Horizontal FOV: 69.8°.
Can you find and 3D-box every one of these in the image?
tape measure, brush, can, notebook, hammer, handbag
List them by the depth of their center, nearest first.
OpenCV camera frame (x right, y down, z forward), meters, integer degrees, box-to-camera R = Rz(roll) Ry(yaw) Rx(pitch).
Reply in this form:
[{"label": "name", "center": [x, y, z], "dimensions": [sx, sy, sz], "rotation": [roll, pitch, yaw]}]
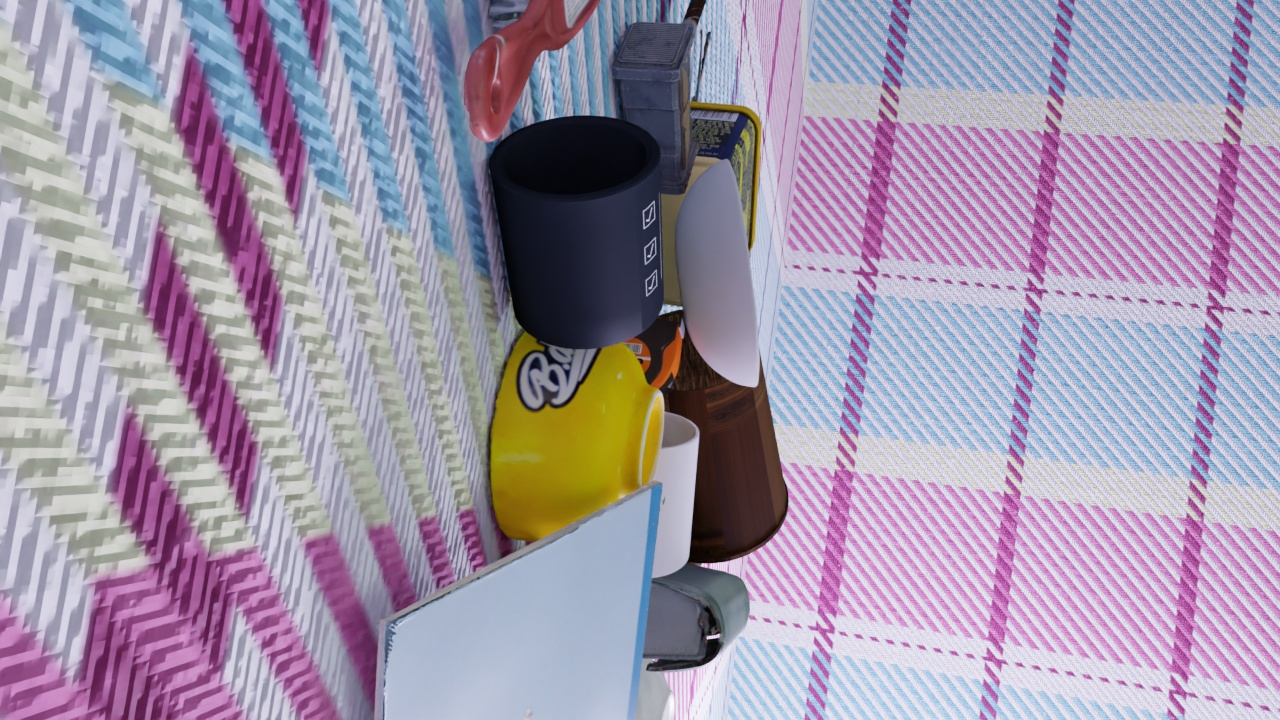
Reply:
[{"label": "brush", "center": [-0.046, -0.136, 0.361], "dimensions": [0.171, 0.030, 0.041], "rotation": [-72, 165, -47]}, {"label": "notebook", "center": [-0.052, 0.195, 0.414], "dimensions": [0.180, 0.009, 0.254], "rotation": [-16, 117, -55]}, {"label": "tape measure", "center": [-0.003, 0.003, 0.586], "dimensions": [0.038, 0.058, 0.058], "rotation": [66, 28, -70]}, {"label": "hammer", "center": [0.041, -0.260, 0.679], "dimensions": [0.099, 0.044, 0.321], "rotation": [84, 17, -48]}, {"label": "handbag", "center": [0.021, 0.189, 0.684], "dimensions": [0.121, 0.106, 0.067], "rotation": [22, 73, -72]}, {"label": "can", "center": [0.048, -0.122, 0.732], "dimensions": [0.104, 0.075, 0.135], "rotation": [-64, 158, -51]}]

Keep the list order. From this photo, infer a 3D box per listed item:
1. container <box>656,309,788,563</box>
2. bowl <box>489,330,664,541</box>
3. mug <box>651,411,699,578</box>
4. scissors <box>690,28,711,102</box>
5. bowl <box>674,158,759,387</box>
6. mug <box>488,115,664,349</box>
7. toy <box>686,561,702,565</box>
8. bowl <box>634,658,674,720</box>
[{"label": "container", "center": [0.048, 0.055, 0.727], "dimensions": [0.131, 0.132, 0.167], "rotation": [-70, 157, -48]}, {"label": "bowl", "center": [-0.026, 0.039, 0.474], "dimensions": [0.117, 0.068, 0.117], "rotation": [8, 89, -79]}, {"label": "mug", "center": [-0.013, 0.090, 0.597], "dimensions": [0.110, 0.074, 0.090], "rotation": [-17, 117, -49]}, {"label": "scissors", "center": [0.051, -0.216, 0.840], "dimensions": [0.158, 0.014, 0.141], "rotation": [70, 33, -67]}, {"label": "bowl", "center": [0.046, -0.054, 0.604], "dimensions": [0.149, 0.043, 0.149], "rotation": [-5, 87, -87]}, {"label": "mug", "center": [-0.030, -0.068, 0.419], "dimensions": [0.105, 0.071, 0.078], "rotation": [-110, -167, -47]}, {"label": "toy", "center": [0.009, 0.161, 0.817], "dimensions": [0.102, 0.071, 0.090], "rotation": [-31, 118, -47]}, {"label": "bowl", "center": [-0.011, 0.319, 0.743], "dimensions": [0.188, 0.060, 0.219], "rotation": [-57, 151, -67]}]
